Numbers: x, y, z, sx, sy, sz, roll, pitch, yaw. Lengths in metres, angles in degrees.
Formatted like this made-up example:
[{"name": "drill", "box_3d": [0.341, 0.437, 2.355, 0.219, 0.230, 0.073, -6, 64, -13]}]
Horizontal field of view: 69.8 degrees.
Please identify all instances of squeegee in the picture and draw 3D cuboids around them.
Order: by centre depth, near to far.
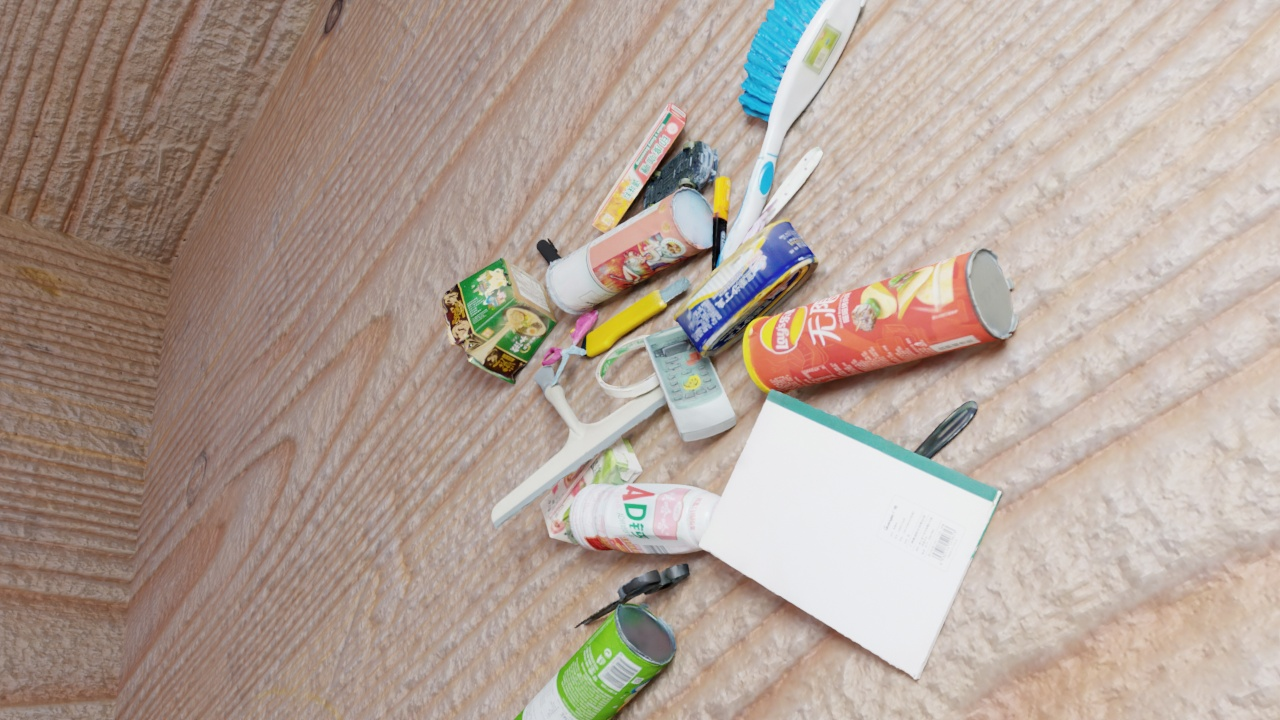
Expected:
[{"name": "squeegee", "box_3d": [-0.091, 0.044, 1.029, 0.246, 0.039, 0.246, -36, 26, -2]}]

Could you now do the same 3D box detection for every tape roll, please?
[{"name": "tape roll", "box_3d": [-0.006, 0.006, 0.965, 0.086, 0.014, 0.085, -17, 36, 13]}]

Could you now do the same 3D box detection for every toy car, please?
[{"name": "toy car", "box_3d": [0.043, -0.198, 1.017, 0.121, 0.036, 0.054, -25, 53, 55]}]

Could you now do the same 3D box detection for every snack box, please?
[{"name": "snack box", "box_3d": [-0.002, -0.222, 1.061, 0.156, 0.027, 0.077, -54, 10, 21]}, {"name": "snack box", "box_3d": [-0.174, -0.058, 1.175, 0.106, 0.117, 0.118, -38, 49, 19]}]

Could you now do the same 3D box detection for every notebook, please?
[{"name": "notebook", "box_3d": [0.154, 0.126, 0.717, 0.209, 0.012, 0.150, 26, 93, 40]}]

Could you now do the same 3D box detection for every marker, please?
[{"name": "marker", "box_3d": [0.083, -0.135, 0.952, 0.015, 0.018, 0.123, -10, 67, 40]}, {"name": "marker", "box_3d": [-0.103, -0.122, 1.178, 0.022, 0.020, 0.132, -35, 40, -3]}]

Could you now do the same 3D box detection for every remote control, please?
[{"name": "remote control", "box_3d": [0.047, 0.019, 0.903, 0.056, 0.019, 0.135, -17, 49, -3]}]

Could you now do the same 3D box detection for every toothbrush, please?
[{"name": "toothbrush", "box_3d": [0.194, 0.095, 0.714, 0.181, 0.018, 0.015, -50, 39, 23]}, {"name": "toothbrush", "box_3d": [0.117, -0.130, 0.897, 0.016, 0.017, 0.188, 40, 100, 16]}]

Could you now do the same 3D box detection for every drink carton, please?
[{"name": "drink carton", "box_3d": [-0.056, 0.136, 0.980, 0.123, 0.045, 0.053, -50, 40, 23]}]

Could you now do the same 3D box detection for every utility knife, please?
[{"name": "utility knife", "box_3d": [-0.007, -0.046, 1.024, 0.198, 0.015, 0.033, -30, 51, 44]}]

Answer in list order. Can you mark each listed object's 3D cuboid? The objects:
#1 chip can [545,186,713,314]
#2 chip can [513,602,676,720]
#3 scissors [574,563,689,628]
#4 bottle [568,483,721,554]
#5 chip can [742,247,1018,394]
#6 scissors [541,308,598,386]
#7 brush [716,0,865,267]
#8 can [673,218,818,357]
[{"name": "chip can", "box_3d": [-0.014, -0.118, 1.021, 0.215, 0.071, 0.071, -23, 57, 43]}, {"name": "chip can", "box_3d": [-0.061, 0.329, 0.880, 0.236, 0.072, 0.072, -51, 41, 23]}, {"name": "scissors", "box_3d": [-0.025, 0.232, 0.883, 0.174, 0.140, 0.014, -25, 69, 14]}, {"name": "bottle", "box_3d": [0.019, 0.149, 0.867, 0.197, 0.068, 0.068, -9, 67, 44]}, {"name": "chip can", "box_3d": [0.183, -0.026, 0.734, 0.217, 0.073, 0.073, -17, 61, 46]}, {"name": "scissors", "box_3d": [-0.088, -0.010, 1.068, 0.124, 0.017, 0.133, -32, 24, 36]}, {"name": "brush", "box_3d": [0.130, -0.238, 0.917, 0.109, 0.060, 0.315, 47, 114, 46]}, {"name": "can", "box_3d": [0.096, -0.064, 0.849, 0.148, 0.074, 0.049, -44, 73, 32]}]
